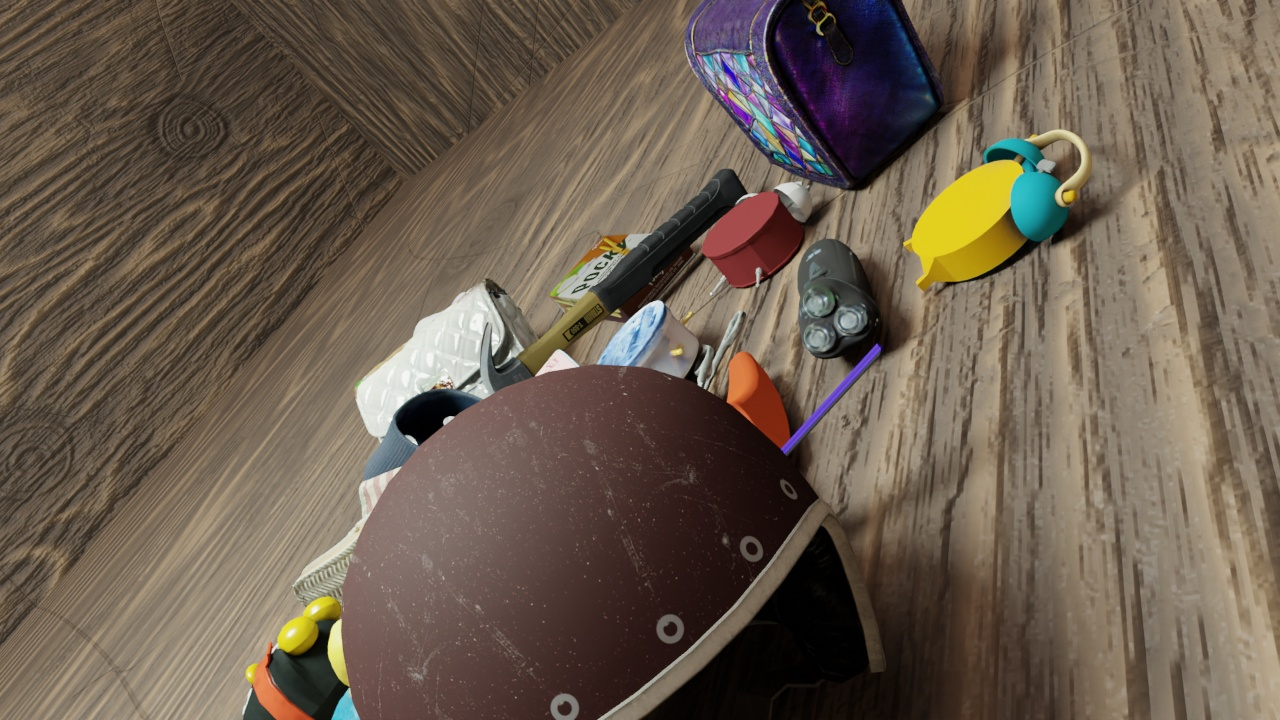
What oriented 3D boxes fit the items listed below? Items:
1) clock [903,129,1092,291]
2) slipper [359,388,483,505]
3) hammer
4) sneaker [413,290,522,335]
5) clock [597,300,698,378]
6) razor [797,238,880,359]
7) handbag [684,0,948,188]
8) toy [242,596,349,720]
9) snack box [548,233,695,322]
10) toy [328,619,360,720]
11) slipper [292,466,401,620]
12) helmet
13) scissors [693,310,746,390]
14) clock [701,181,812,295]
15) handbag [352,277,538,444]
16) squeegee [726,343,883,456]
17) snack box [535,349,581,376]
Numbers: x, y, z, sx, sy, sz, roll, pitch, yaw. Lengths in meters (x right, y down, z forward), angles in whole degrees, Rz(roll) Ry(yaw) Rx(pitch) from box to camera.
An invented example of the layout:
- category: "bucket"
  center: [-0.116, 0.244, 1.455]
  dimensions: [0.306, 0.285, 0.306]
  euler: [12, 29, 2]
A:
- category: "clock"
  center: [0.233, -0.100, 0.604]
  dimensions: [0.130, 0.043, 0.098]
  euler: [-39, 22, 28]
- category: "slipper"
  center: [-0.172, 0.061, 0.822]
  dimensions: [0.264, 0.082, 0.101]
  euler: [-23, 17, 34]
- category: "hammer"
  center: [-0.021, -0.073, 0.897]
  dimensions: [0.332, 0.118, 0.025]
  euler: [-43, 25, -13]
- category: "sneaker"
  center: [-0.220, 0.009, 1.098]
  dimensions: [0.264, 0.096, 0.128]
  euler: [-19, 55, 61]
- category: "clock"
  center: [-0.005, 0.005, 0.781]
  dimensions: [0.126, 0.052, 0.088]
  euler: [-38, 21, 37]
- category: "razor"
  center: [0.132, -0.052, 0.650]
  dimensions: [0.053, 0.064, 0.140]
  euler: [-33, 26, 20]
- category: "handbag"
  center: [0.140, -0.278, 0.823]
  dimensions: [0.125, 0.222, 0.205]
  euler: [-42, 24, 1]
- category: "toy"
  center: [-0.253, 0.258, 0.699]
  dimensions: [0.119, 0.099, 0.097]
  euler: [-50, 2, -1]
- category: "snack box"
  center: [-0.026, -0.093, 1.015]
  dimensions: [0.101, 0.031, 0.186]
  euler: [-49, 24, -14]
- category: "toy"
  center: [-0.109, 0.177, 0.531]
  dimensions: [0.084, 0.149, 0.213]
  euler: [2, 53, 46]
- category: "slipper"
  center: [-0.200, 0.151, 0.780]
  dimensions: [0.264, 0.115, 0.052]
  euler: [-36, 23, 29]
- category: "helmet"
  center: [-0.014, 0.133, 0.411]
  dimensions: [0.233, 0.253, 0.234]
  euler: [-35, 15, -8]
- category: "scissors"
  center: [0.044, 0.024, 0.705]
  dimensions: [0.141, 0.014, 0.165]
  euler: [-63, 5, 5]
- category: "clock"
  center: [0.106, -0.116, 0.827]
  dimensions: [0.087, 0.044, 0.124]
  euler: [-6, 43, 55]
- category: "handbag"
  center: [-0.193, 0.022, 0.943]
  dimensions: [0.195, 0.139, 0.072]
  euler: [-38, -17, 12]
- category: "squeegee"
  center: [0.069, 0.048, 0.591]
  dimensions: [0.250, 0.055, 0.184]
  euler: [-53, 14, 27]
- category: "snack box"
  center: [-0.050, 0.061, 0.702]
  dimensions: [0.095, 0.093, 0.079]
  euler: [-51, 23, 0]
